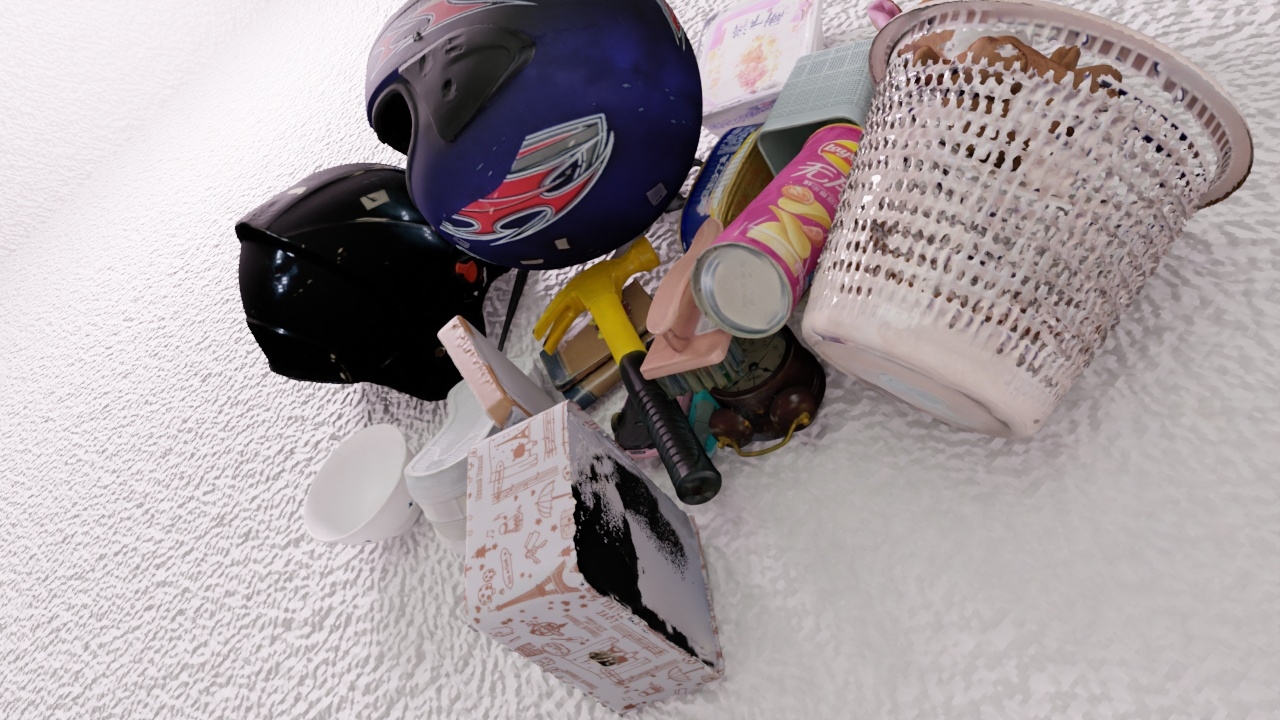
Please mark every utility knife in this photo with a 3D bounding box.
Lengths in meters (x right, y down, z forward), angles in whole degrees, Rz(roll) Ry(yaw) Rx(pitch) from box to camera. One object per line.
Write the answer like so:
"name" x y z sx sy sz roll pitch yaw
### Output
"utility knife" 0.055 0.019 0.719 0.029 0.013 0.151 14 57 0

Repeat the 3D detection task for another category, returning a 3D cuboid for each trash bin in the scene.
"trash bin" 0.204 -0.068 0.552 0.228 0.227 0.192 23 85 47

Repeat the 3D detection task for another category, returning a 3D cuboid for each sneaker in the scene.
"sneaker" -0.121 0.074 0.765 0.089 0.091 0.241 -16 20 11

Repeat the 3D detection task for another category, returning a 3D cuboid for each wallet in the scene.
"wallet" -0.029 -0.014 0.810 0.115 0.033 0.090 -37 40 1

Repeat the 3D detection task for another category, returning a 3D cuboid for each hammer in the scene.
"hammer" -0.004 0.004 0.715 0.129 0.033 0.300 -33 37 3

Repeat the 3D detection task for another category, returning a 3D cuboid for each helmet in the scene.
"helmet" -0.098 -0.197 0.807 0.316 0.247 0.240 -16 74 29
"helmet" -0.268 -0.088 0.928 0.234 0.230 0.273 13 45 42

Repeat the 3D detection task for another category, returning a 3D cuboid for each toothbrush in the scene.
"toothbrush" -0.132 -0.056 0.938 0.018 0.015 0.180 -18 46 38

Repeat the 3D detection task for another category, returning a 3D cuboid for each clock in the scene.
"clock" 0.088 0.021 0.664 0.082 0.055 0.121 -19 43 24

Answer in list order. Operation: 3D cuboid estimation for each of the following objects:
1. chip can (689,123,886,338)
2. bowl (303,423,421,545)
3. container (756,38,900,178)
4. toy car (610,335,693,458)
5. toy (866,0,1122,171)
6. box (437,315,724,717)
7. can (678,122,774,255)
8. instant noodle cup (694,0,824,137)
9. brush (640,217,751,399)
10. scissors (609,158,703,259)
"chip can" 0.110 -0.097 0.644 0.072 0.071 0.209 -5 29 36
"bowl" -0.237 0.124 0.828 0.118 0.065 0.118 -21 44 22
"container" 0.166 -0.202 0.772 0.090 0.090 0.111 -1 53 37
"toy car" 0.017 0.027 0.732 0.056 0.037 0.122 -5 47 31
"toy" 0.263 -0.236 0.703 0.199 0.140 0.131 -102 28 -54
"box" -0.048 0.085 0.623 0.105 0.178 0.260 -27 43 16
"can" 0.086 -0.144 0.795 0.049 0.074 0.147 3 58 43
"instant noodle cup" 0.120 -0.289 0.905 0.138 0.060 0.173 -10 49 32
"brush" 0.047 -0.043 0.653 0.063 0.073 0.145 -15 33 33
"scissors" 0.007 -0.130 0.880 0.156 0.014 0.168 -14 68 5
